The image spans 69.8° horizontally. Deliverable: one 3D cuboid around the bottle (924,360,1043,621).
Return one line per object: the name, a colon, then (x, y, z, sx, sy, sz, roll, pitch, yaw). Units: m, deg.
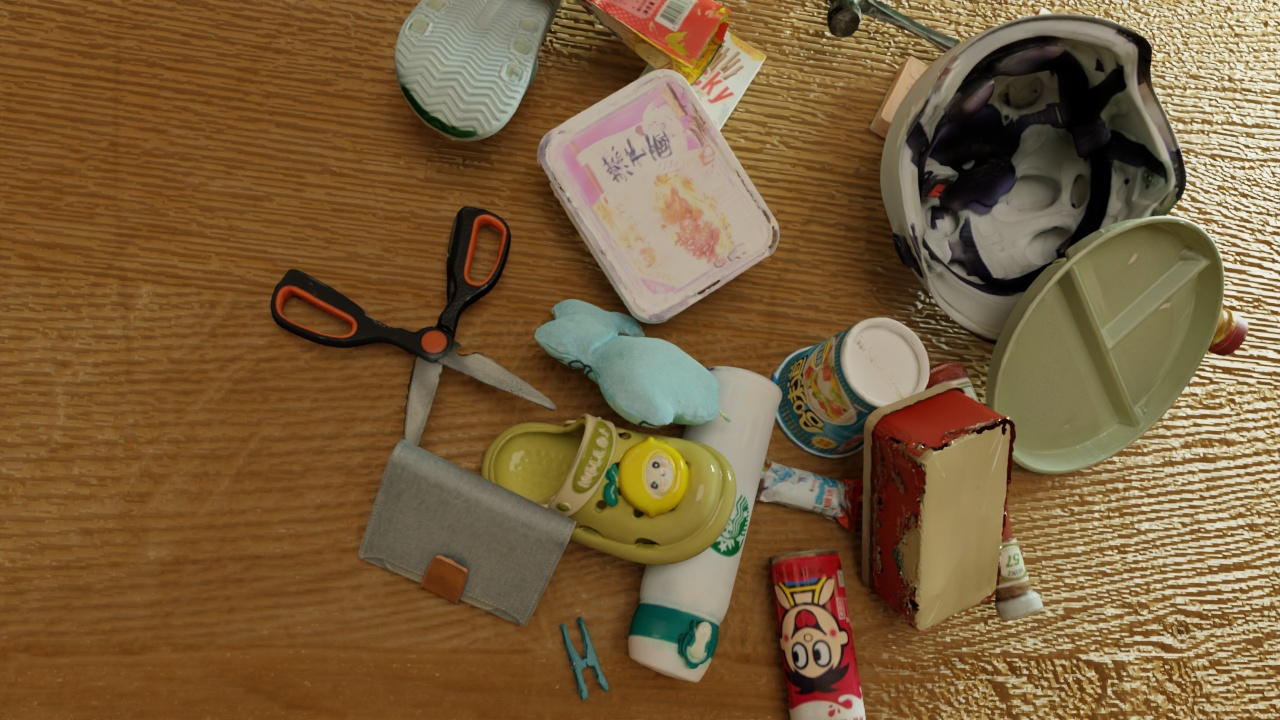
bottle: (0.267, 0.103, 0.736, 0.059, 0.060, 0.206, -12, 75, -17)

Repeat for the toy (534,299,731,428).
toy: (-0.004, 0.004, 0.671, 0.156, 0.161, 0.050, 18, 113, 3)

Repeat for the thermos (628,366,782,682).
thermos: (0.048, 0.117, 0.671, 0.073, 0.073, 0.223, 20, 68, -7)

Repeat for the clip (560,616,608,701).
clip: (-0.041, 0.212, 0.652, 0.046, 0.014, 0.057, -15, 75, -16)

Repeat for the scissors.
scissors: (-0.158, -0.027, 0.686, 0.230, 0.022, 0.220, 25, 63, 5)

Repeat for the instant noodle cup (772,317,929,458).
instant noodle cup: (0.166, 0.018, 0.714, 0.099, 0.110, 0.099, 4, 72, -13)

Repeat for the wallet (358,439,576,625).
wallet: (-0.121, 0.123, 0.621, 0.129, 0.107, 0.036, 25, 29, -2)

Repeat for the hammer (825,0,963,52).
hammer: (0.323, -0.294, 0.883, 0.323, 0.032, 0.125, 21, 48, -11)

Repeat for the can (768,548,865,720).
can: (0.129, 0.208, 0.672, 0.053, 0.053, 0.132, -2, 73, -14)

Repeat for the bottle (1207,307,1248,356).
bottle: (0.466, -0.058, 0.838, 0.175, 0.058, 0.057, 25, 68, -4)

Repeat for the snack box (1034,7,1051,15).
snack box: (0.393, -0.277, 0.864, 0.077, 0.027, 0.155, 33, 47, 1)

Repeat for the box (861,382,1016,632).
box: (0.216, 0.112, 0.663, 0.091, 0.077, 0.168, -19, 121, -19)

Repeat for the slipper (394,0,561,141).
slipper: (-0.129, -0.265, 0.759, 0.104, 0.074, 0.244, 23, 52, -7)

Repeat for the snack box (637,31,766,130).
snack box: (0.039, -0.233, 0.811, 0.084, 0.027, 0.156, 32, 69, -2)

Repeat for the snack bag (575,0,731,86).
snack bag: (-0.027, -0.312, 0.761, 0.208, 0.073, 0.128, 33, 38, -1)

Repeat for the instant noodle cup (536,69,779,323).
instant noodle cup: (0.012, -0.126, 0.736, 0.138, 0.060, 0.173, -32, 87, -8)

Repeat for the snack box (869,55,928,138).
snack box: (0.302, -0.214, 0.867, 0.157, 0.026, 0.084, 30, 68, -2)

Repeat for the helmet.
helmet: (0.304, -0.151, 0.770, 0.229, 0.145, 0.259, -21, 111, 2)

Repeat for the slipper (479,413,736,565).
slipper: (-0.032, 0.082, 0.631, 0.191, 0.081, 0.091, 7, 69, 19)

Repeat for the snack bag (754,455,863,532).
snack bag: (0.130, 0.102, 0.723, 0.104, 0.026, 0.048, 19, 60, -6)

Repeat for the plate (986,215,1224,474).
plate: (0.373, -0.010, 0.742, 0.230, 0.230, 0.027, -10, 30, -18)
